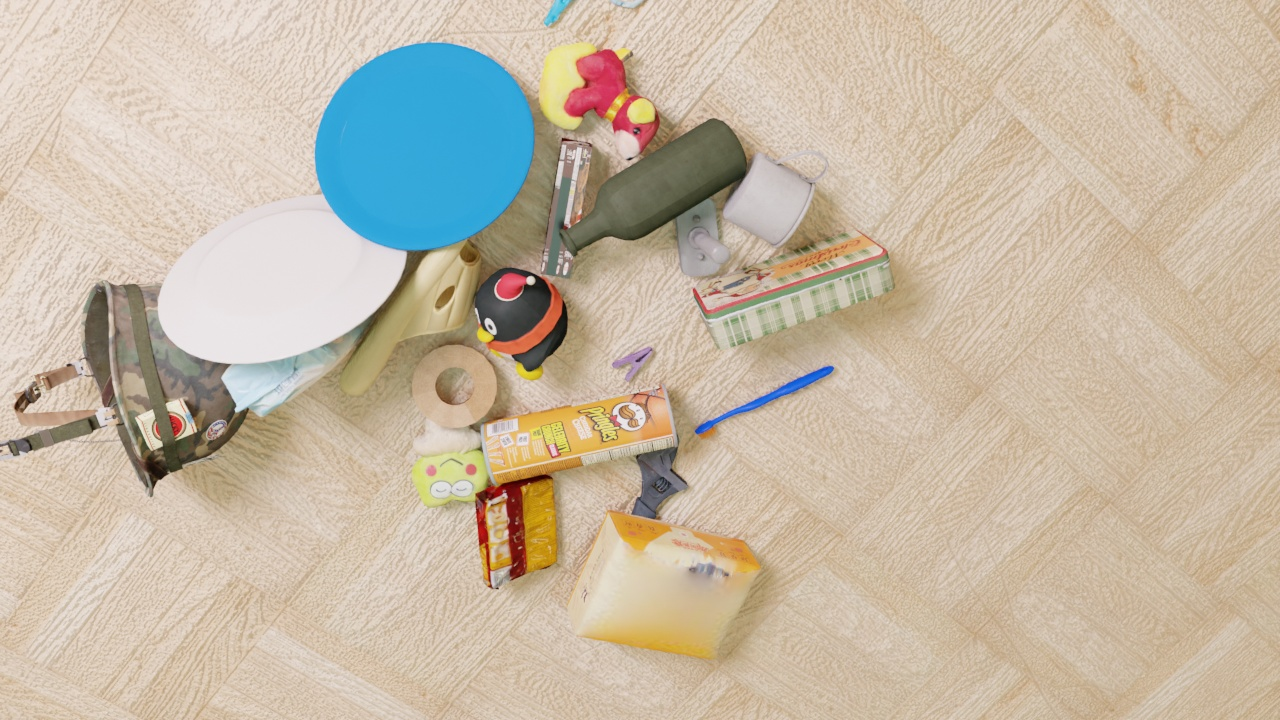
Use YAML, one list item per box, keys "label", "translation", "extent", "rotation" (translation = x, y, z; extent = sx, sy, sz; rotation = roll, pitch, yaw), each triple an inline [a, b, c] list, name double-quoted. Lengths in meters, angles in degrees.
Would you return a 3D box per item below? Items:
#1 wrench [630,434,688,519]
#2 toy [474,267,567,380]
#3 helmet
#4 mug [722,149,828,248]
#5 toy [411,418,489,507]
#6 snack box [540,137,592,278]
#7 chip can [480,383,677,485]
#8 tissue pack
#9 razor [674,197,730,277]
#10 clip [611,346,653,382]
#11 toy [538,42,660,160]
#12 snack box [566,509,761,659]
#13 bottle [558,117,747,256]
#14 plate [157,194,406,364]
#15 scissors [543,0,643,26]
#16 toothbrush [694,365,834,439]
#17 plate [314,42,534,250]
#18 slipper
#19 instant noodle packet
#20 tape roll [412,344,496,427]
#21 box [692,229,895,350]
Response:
- label: "wrench"
  translation: [-0.007, 0.212, 1.136]
  extent: [0.073, 0.022, 0.274]
  rotation: [20, 105, -13]
- label: "toy"
  translation: [-0.133, -0.053, 0.988]
  extent: [0.099, 0.097, 0.119]
  rotation: [-47, 140, -9]
- label: "helmet"
  translation: [-0.518, 0.031, 0.931]
  extent: [0.235, 0.193, 0.224]
  rotation: [1, 103, -40]
- label: "mug"
  translation: [0.145, -0.183, 0.981]
  extent: [0.070, 0.084, 0.113]
  rotation: [26, 122, -11]
- label: "toy"
  translation: [-0.223, 0.115, 1.073]
  extent: [0.092, 0.046, 0.115]
  rotation: [-5, 101, -6]
- label: "snack box"
  translation: [-0.080, -0.164, 0.988]
  extent: [0.031, 0.051, 0.141]
  rotation: [9, 107, -8]
- label: "chip can"
  translation: [-0.070, 0.085, 1.060]
  extent: [0.215, 0.075, 0.075]
  rotation: [-12, 109, -1]
- label: "tissue pack"
  translation: [-0.346, -0.015, 0.945]
  extent: [0.112, 0.181, 0.070]
  rotation: [-34, 108, 13]
- label: "razor"
  translation: [0.072, -0.124, 0.981]
  extent: [0.047, 0.116, 0.088]
  rotation: [-10, 109, -7]
- label: "clip"
  translation: [-0.012, 0.001, 1.070]
  extent: [0.046, 0.014, 0.050]
  rotation: [21, 108, -9]
- label: "toy"
  translation: [-0.039, -0.277, 0.954]
  extent: [0.137, 0.067, 0.106]
  rotation: [33, 100, -2]
- label: "snack box"
  translation: [0.030, 0.278, 1.115]
  extent: [0.195, 0.080, 0.145]
  rotation: [17, 107, -22]
- label: "bottle"
  translation: [0.010, -0.174, 0.959]
  extent: [0.206, 0.071, 0.071]
  rotation: [-32, 109, -8]
- label: "plate"
  translation: [-0.351, -0.092, 0.898]
  extent: [0.242, 0.242, 0.016]
  rotation: [-10, 138, -2]
- label: "scissors"
  translation: [-0.058, -0.405, 0.931]
  extent: [0.134, 0.012, 0.134]
  rotation: [-3, 109, -3]
- label: "toothbrush"
  translation: [0.149, 0.050, 1.099]
  extent: [0.182, 0.016, 0.018]
  rotation: [-25, 114, 4]
- label: "plate"
  translation: [-0.217, -0.215, 0.929]
  extent: [0.224, 0.024, 0.224]
  rotation: [-1, 78, 4]
- label: "slipper"
  translation: [-0.227, -0.054, 0.981]
  extent: [0.079, 0.111, 0.262]
  rotation: [36, 104, -15]
- label: "instant noodle packet"
  translation: [-0.148, 0.205, 1.098]
  extent: [0.098, 0.040, 0.135]
  rotation: [-14, 112, -32]
- label: "tape roll"
  translation: [-0.210, 0.029, 1.039]
  extent: [0.094, 0.027, 0.094]
  rotation: [0, 91, -10]
- label: "box"
  translation: [0.163, -0.081, 1.006]
  extent: [0.205, 0.117, 0.050]
  rotation: [-18, 114, 3]
